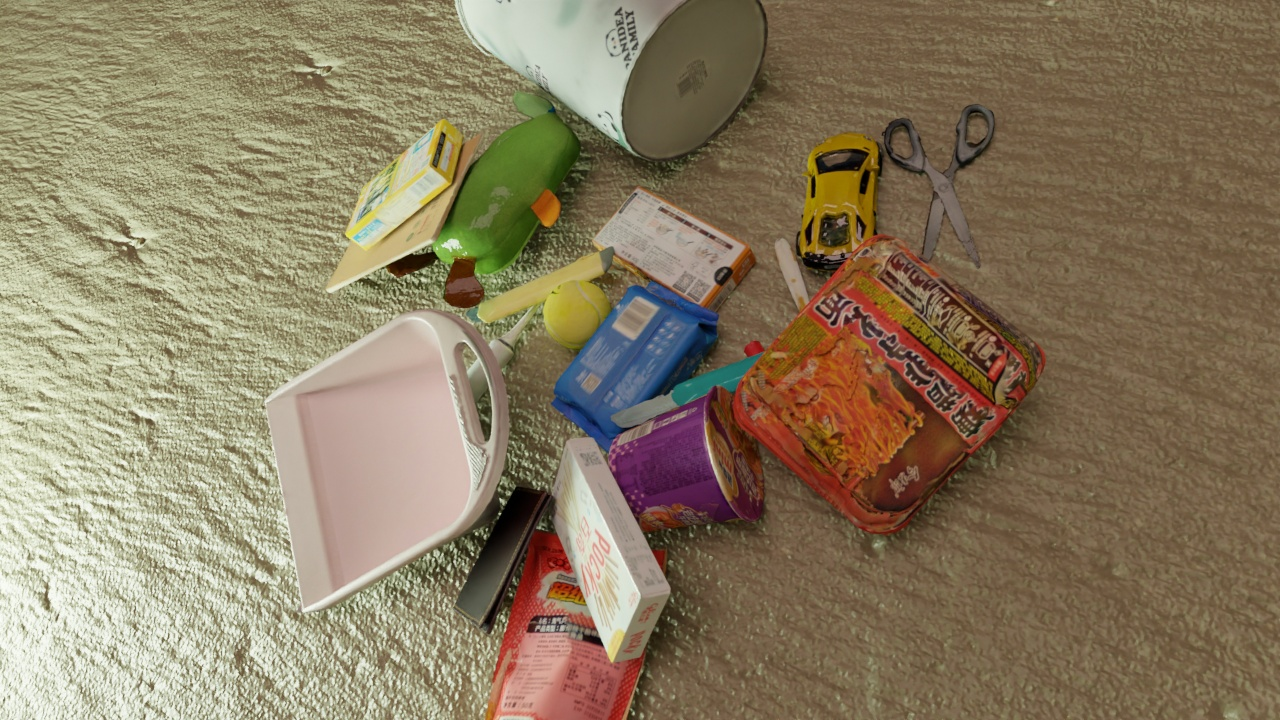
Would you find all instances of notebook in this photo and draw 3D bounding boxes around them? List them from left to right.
[{"bbox_3d":[-0.254,-0.156,0.983,0.208,0.008,0.147,-15,47,42],"label":"notebook"}]

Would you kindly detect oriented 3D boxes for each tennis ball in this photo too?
[{"bbox_3d":[-0.059,-0.043,0.867,0.065,0.065,0.065,-10,61,18],"label":"tennis ball"}]

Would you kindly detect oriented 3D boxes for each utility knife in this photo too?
[{"bbox_3d":[-0.099,-0.071,0.900,0.165,0.018,0.031,-19,59,7],"label":"utility knife"},{"bbox_3d":[0.072,0.016,0.775,0.205,0.013,0.029,-20,63,-1],"label":"utility knife"}]

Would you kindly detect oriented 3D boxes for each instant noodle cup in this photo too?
[{"bbox_3d":[0.035,0.088,0.743,0.099,0.111,0.111,-21,58,23],"label":"instant noodle cup"},{"bbox_3d":[0.184,0.021,0.701,0.164,0.079,0.189,44,97,17],"label":"instant noodle cup"}]

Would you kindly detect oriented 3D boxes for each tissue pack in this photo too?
[{"bbox_3d":[-0.005,0.005,0.828,0.095,0.052,0.157,32,81,34],"label":"tissue pack"}]

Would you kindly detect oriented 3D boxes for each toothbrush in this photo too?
[{"bbox_3d":[-0.153,0.008,0.904,0.027,0.026,0.221,38,82,-3],"label":"toothbrush"},{"bbox_3d":[0.149,-0.035,0.806,0.016,0.018,0.191,-19,56,9],"label":"toothbrush"}]

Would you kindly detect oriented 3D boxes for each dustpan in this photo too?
[{"bbox_3d":[-0.233,0.074,0.810,0.273,0.139,0.222,-21,72,2],"label":"dustpan"}]

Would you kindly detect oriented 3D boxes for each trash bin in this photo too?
[{"bbox_3d":[-0.023,-0.345,0.921,0.229,0.229,0.252,-43,62,-3],"label":"trash bin"}]

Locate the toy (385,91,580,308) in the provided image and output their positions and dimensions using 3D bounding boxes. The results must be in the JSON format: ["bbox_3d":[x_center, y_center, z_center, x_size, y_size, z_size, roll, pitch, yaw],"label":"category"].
[{"bbox_3d":[-0.148,-0.162,0.951,0.227,0.090,0.246,27,76,47],"label":"toy"}]

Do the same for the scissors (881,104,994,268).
[{"bbox_3d":[0.269,-0.160,0.818,0.174,0.014,0.159,-47,57,-3],"label":"scissors"}]

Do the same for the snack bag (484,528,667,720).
[{"bbox_3d":[-0.056,0.237,0.729,0.129,0.073,0.207,4,58,18],"label":"snack bag"}]

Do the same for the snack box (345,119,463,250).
[{"bbox_3d":[-0.248,-0.184,0.965,0.141,0.033,0.086,-29,39,27],"label":"snack box"}]

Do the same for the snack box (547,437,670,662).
[{"bbox_3d":[-0.029,0.143,0.713,0.026,0.085,0.156,-4,42,-27],"label":"snack box"}]

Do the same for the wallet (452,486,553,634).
[{"bbox_3d":[-0.118,0.166,0.784,0.122,0.020,0.096,-65,20,-14],"label":"wallet"}]

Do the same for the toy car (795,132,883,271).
[{"bbox_3d":[0.181,-0.148,0.834,0.071,0.041,0.155,1,64,23],"label":"toy car"}]

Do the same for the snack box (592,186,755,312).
[{"bbox_3d":[0.030,-0.107,0.885,0.154,0.026,0.075,35,82,33],"label":"snack box"}]

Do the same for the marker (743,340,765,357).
[{"bbox_3d":[0.129,0.039,0.774,0.017,0.017,0.145,-33,57,4],"label":"marker"}]
